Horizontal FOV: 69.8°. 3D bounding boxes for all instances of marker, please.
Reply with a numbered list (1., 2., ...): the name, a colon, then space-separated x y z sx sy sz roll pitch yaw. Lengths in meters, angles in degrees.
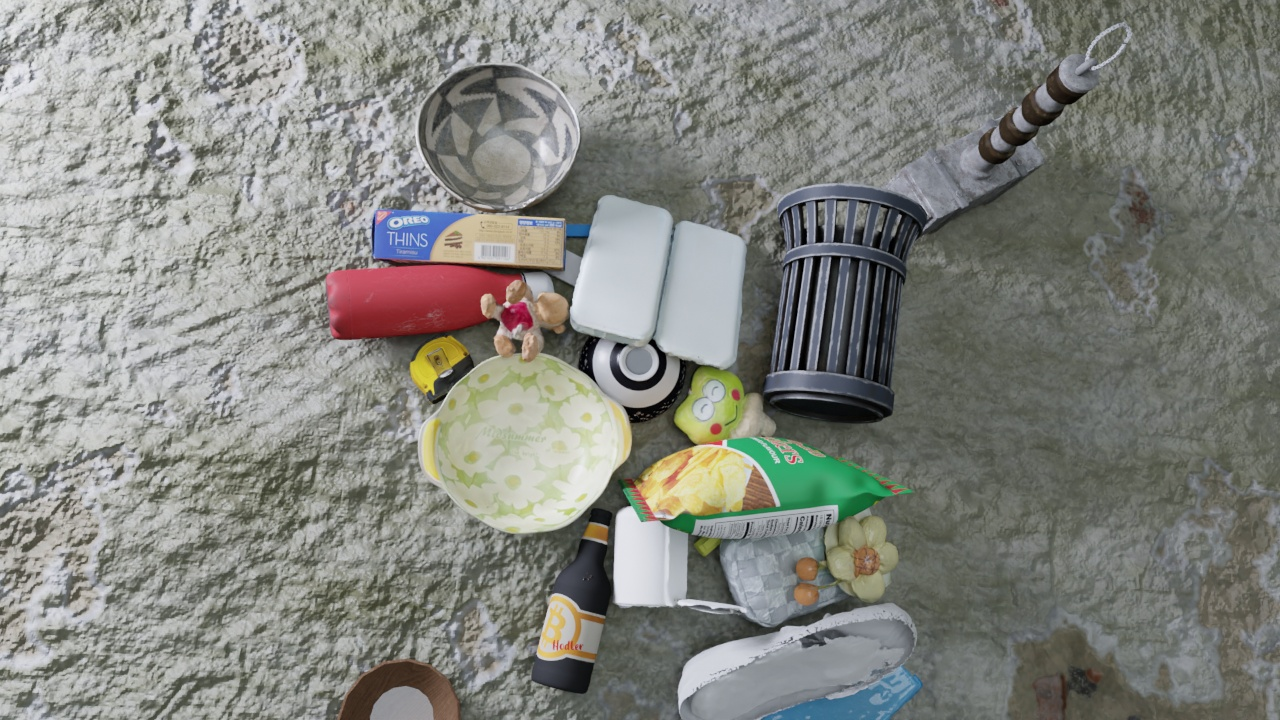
1. marker: 0.111 0.169 1.006 0.123 0.021 0.017 -37 85 -17

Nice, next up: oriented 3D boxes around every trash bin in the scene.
1. trash bin: 0.218 -0.055 1.010 0.164 0.164 0.227 11 78 -6

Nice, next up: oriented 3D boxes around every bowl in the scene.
1. bowl: -0.006 0.006 0.999 0.120 0.066 0.120 1 81 -8
2. bowl: -0.121 0.090 0.969 0.219 0.060 0.188 -5 76 -11
3. bowl: -0.159 -0.239 1.033 0.178 0.081 0.178 2 75 -8
4. bowl: -0.235 0.353 0.901 0.118 0.030 0.117 2 76 -9

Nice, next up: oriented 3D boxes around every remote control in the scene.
1. remote control: -0.048 -0.088 1.049 0.131 0.012 0.033 27 82 -2

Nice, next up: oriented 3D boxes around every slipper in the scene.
1. slipper: 0.155 0.302 0.921 0.247 0.112 0.074 -22 37 10

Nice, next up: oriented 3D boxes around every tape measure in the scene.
1. tape measure: -0.215 0.006 0.986 0.065 0.037 0.064 -30 83 -15

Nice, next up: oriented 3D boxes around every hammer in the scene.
1. hammer: 0.405 -0.249 0.997 0.176 0.327 0.079 -28 82 -15

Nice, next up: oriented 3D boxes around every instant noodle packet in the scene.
1. instant noodle packet: 0.113 0.126 0.923 0.252 0.195 0.090 -5 94 -7

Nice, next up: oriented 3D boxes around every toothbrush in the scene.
1. toothbrush: -0.093 -0.149 1.060 0.166 0.014 0.016 -2 79 -14

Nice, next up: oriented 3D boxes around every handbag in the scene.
1. handbag: 0.177 0.211 0.954 0.171 0.123 0.112 -18 94 -12

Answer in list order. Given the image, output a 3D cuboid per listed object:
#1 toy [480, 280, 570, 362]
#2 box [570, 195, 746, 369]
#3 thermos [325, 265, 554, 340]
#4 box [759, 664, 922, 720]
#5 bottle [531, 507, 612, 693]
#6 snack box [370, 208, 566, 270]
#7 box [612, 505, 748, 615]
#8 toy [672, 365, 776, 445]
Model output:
1. toy: -0.110 -0.041 0.962 0.105 0.074 0.085 -16 86 -54
2. box: 0.026 -0.090 1.017 0.189 0.037 0.208 14 51 -2
3. thermos: -0.211 -0.067 0.987 0.239 0.073 0.073 -6 77 -19
4. box: 0.180 0.383 0.960 0.231 0.052 0.093 -37 68 -16
5. bottle: -0.061 0.242 0.941 0.059 0.059 0.181 15 74 -5
6. snack box: -0.185 -0.133 1.004 0.206 0.056 0.057 3 91 -5
7. box: 0.040 0.202 0.932 0.151 0.080 0.106 -5 75 32
8. toy: 0.097 0.061 1.019 0.115 0.046 0.092 30 74 -9
